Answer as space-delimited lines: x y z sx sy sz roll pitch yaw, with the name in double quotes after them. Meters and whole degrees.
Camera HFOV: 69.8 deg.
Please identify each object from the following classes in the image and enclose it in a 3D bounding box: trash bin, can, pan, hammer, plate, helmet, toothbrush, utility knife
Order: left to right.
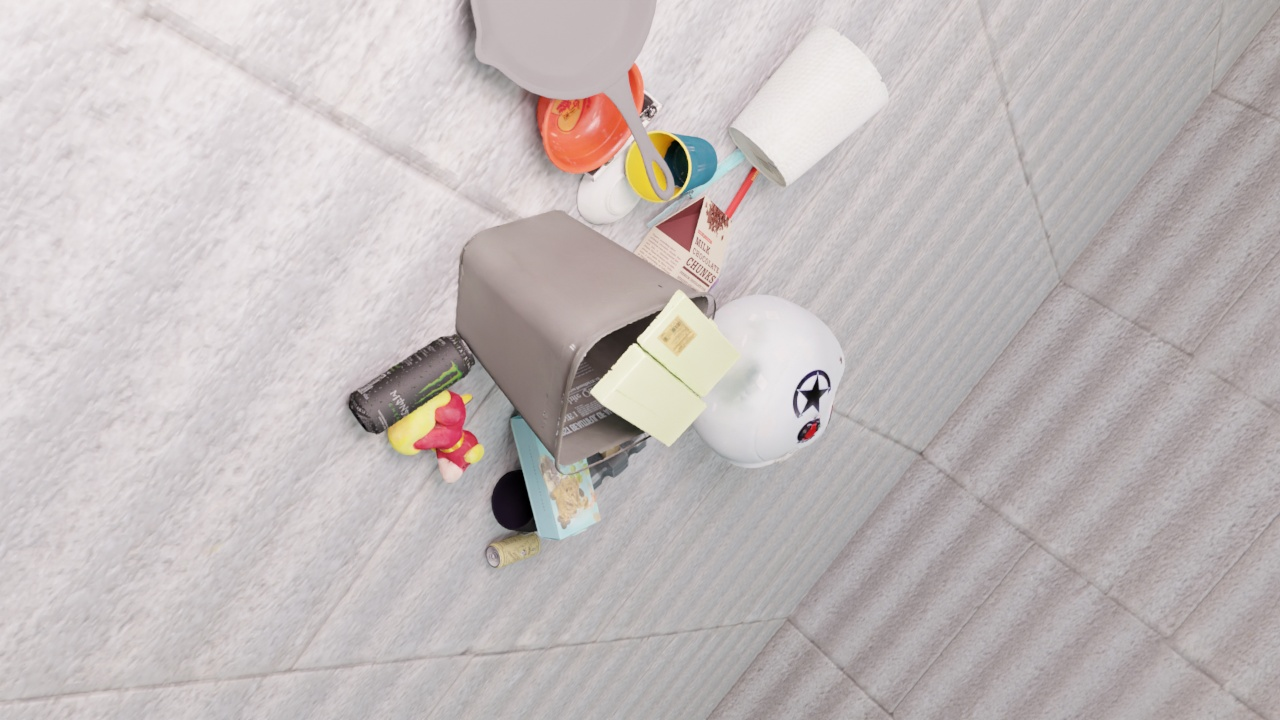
-0.248 0.025 0.998 0.137 0.054 0.054 -36 148 -22 "can"
-0.193 0.286 1.389 0.079 0.038 0.038 -10 132 -48 "can"
-0.074 -0.035 0.992 0.196 0.220 0.198 -24 142 -37 "trash bin"
-0.043 -0.291 0.853 0.216 0.024 0.355 -43 131 -14 "pan"
-0.048 0.087 1.278 0.117 0.051 0.323 -39 160 -16 "hammer"
-0.025 -0.199 1.064 0.104 0.026 0.104 -34 147 -26 "plate"
0.074 -0.221 1.181 0.177 0.016 0.022 -40 148 -18 "utility knife"
0.121 -0.192 1.274 0.012 0.018 0.213 8 119 -56 "toothbrush"
0.160 0.026 1.368 0.163 0.237 0.264 21 101 -54 "helmet"
0.203 -0.310 1.145 0.161 0.133 0.133 -45 150 2 "trash bin"

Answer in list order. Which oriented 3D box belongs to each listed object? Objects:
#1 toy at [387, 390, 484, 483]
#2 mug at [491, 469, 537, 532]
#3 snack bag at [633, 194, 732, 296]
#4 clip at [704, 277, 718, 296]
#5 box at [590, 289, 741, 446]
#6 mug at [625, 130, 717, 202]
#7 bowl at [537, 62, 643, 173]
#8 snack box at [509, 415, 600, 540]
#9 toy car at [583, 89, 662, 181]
-0.235 0.080 1.082 0.105 0.067 0.137 -46 138 -10 "toy"
-0.145 0.185 1.304 0.100 0.085 0.118 21 78 -58 "mug"
0.040 -0.116 1.203 0.206 0.070 0.094 -53 151 7 "snack bag"
0.091 -0.105 1.341 0.046 0.014 0.050 8 121 -53 "clip"
0.034 0.014 0.947 0.137 0.024 0.187 -51 150 -1 "box"
0.043 -0.226 1.057 0.078 0.078 0.121 -64 165 24 "mug"
-0.059 -0.258 0.931 0.130 0.045 0.131 -33 146 -26 "bowl"
-0.113 0.147 1.229 0.074 0.053 0.175 -19 100 -42 "snack box"
-0.026 -0.245 1.002 0.113 0.039 0.039 -48 171 -4 "toy car"
